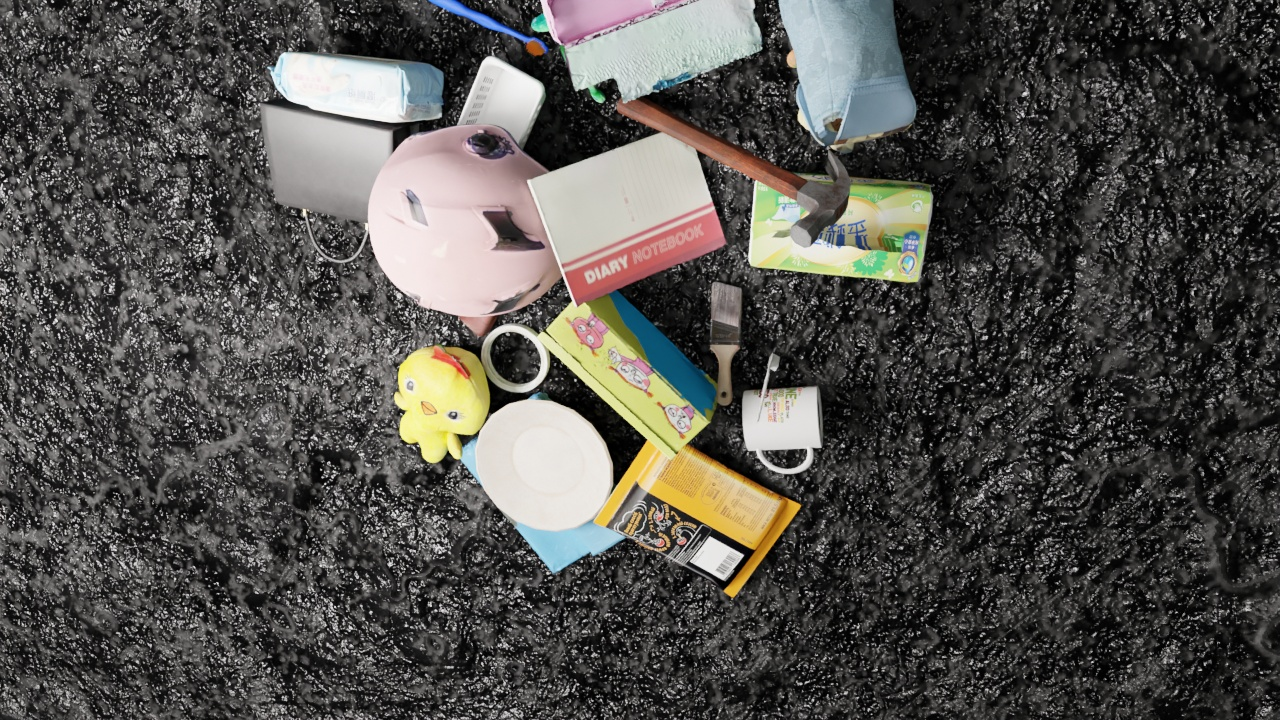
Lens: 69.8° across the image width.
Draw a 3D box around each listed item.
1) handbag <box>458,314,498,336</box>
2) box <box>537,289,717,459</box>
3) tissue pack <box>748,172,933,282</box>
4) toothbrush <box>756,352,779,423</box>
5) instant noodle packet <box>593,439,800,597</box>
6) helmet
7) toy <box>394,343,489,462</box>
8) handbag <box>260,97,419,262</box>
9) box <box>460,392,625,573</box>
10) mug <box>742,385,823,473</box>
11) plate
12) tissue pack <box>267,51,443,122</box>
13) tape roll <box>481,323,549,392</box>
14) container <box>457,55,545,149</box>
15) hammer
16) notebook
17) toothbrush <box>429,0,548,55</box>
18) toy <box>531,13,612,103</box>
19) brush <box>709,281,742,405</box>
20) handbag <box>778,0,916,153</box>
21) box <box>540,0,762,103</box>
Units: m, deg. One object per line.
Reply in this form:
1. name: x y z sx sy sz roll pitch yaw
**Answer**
1. handbag: -0.242 -0.084 1.204 0.119 0.029 0.055 34 115 7
2. box: -0.007 0.007 1.124 0.221 0.124 0.081 44 113 -6
3. tissue pack: 0.217 -0.143 1.007 0.198 0.141 0.120 1 108 13
4. toothbrush: 0.148 0.032 1.061 0.010 0.181 0.010 28 117 0
5. instant noodle packet: 0.074 0.200 1.196 0.220 0.032 0.160 30 106 -10
6. helmet: -0.202 -0.148 1.074 0.255 0.152 0.231 15 128 4
7. toy: -0.267 0.057 1.224 0.134 0.092 0.208 38 122 6
8. handbag: -0.384 -0.218 1.172 0.176 0.072 0.196 14 115 9
9. box: -0.130 0.177 1.258 0.175 0.033 0.231 -36 98 22
10. mug: 0.176 0.086 1.123 0.090 0.073 0.105 -4 81 15
11. plate: -0.125 0.135 1.208 0.189 0.027 0.189 5 110 13
12. tissue pack: -0.334 -0.327 1.095 0.182 0.111 0.070 10 109 11
13. tape roll: -0.166 -0.003 1.216 0.093 0.013 0.093 4 108 12
14. container: -0.166 -0.289 1.100 0.081 0.049 0.129 30 112 3
15. hammer: 0.094 -0.229 1.007 0.301 0.110 0.028 34 154 26
16. notebook: -0.010 -0.169 1.054 0.208 0.012 0.153 -25 102 -21
17. toothbrush: -0.192 -0.403 1.085 0.182 0.018 0.016 26 140 4
18. toy: -0.067 -0.392 1.035 0.131 0.072 0.193 -6 107 56
19. brush: 0.103 -0.021 1.120 0.039 0.012 0.151 2 87 12
20. handbag: 0.209 -0.318 0.971 0.121 0.119 0.192 -18 95 -22
21. box: 0.016 -0.375 0.984 0.230 0.035 0.159 -24 116 -10
